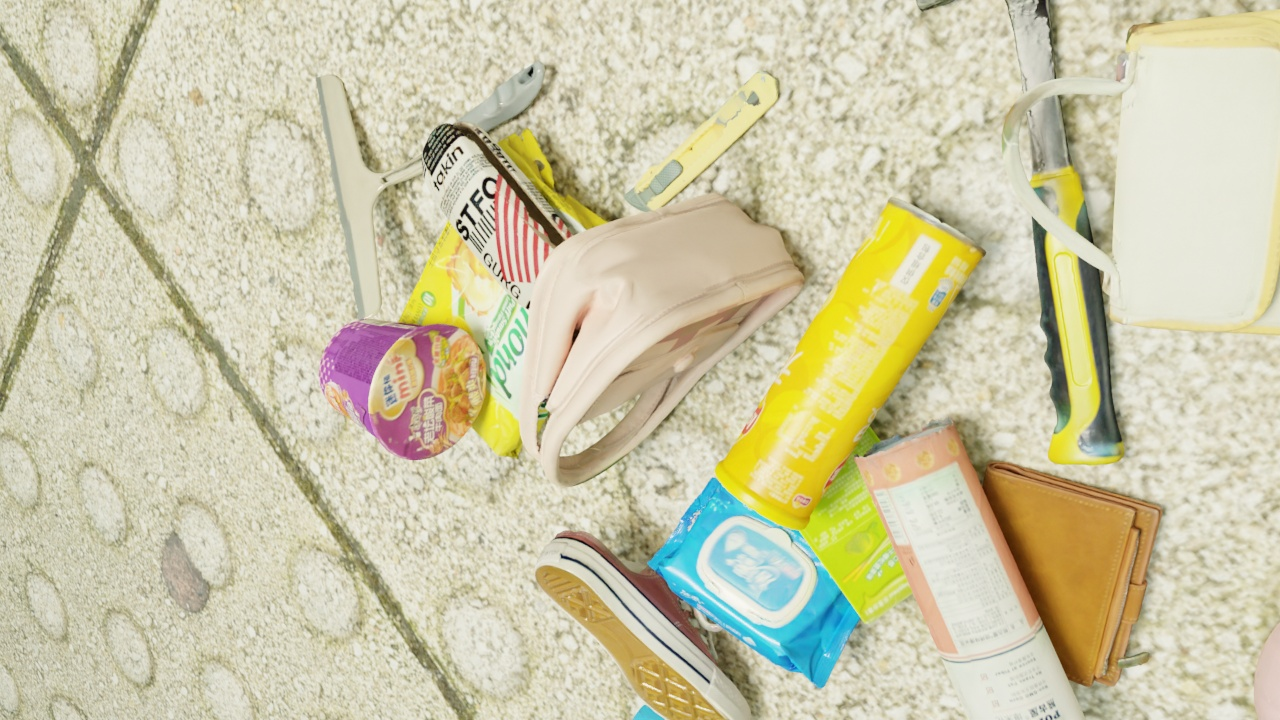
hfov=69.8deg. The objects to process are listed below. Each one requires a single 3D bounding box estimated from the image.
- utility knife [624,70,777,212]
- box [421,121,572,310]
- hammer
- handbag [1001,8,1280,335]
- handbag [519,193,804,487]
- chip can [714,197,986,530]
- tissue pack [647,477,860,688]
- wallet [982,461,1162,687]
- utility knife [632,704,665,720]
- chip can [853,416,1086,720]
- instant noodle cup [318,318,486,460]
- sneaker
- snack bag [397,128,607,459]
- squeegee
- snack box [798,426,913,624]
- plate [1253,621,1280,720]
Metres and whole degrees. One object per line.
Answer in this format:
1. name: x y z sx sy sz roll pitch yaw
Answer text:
1. utility knife: 0.043 -0.157 0.677 0.152 0.018 0.031 -38 88 30
2. box: -0.109 -0.106 0.679 0.074 0.064 0.164 -44 76 14
3. hammer: 0.252 -0.093 0.550 0.126 0.031 0.323 -6 100 35
4. handbag: 0.285 -0.095 0.482 0.179 0.063 0.163 1 107 18
5. handbag: -0.004 0.004 0.657 0.093 0.192 0.235 46 131 21
6. chip can: 0.132 0.004 0.592 0.072 0.072 0.213 34 101 20
7. tissue pack: 0.092 0.163 0.689 0.157 0.094 0.052 32 162 20
8. wallet: 0.276 0.143 0.602 0.119 0.035 0.131 15 111 31
9. utility knife: 0.065 0.345 0.807 0.166 0.018 0.034 13 114 27
10. chip can: 0.212 0.148 0.591 0.071 0.071 0.214 -26 85 35
11. instant noodle cup: -0.199 0.016 0.746 0.099 0.111 0.112 14 111 38
12. sneaker: 0.016 0.217 0.761 0.241 0.087 0.119 48 139 -14
13. snack bag: -0.104 -0.050 0.768 0.158 0.068 0.247 44 122 15
14. squeegee: -0.168 -0.188 0.787 0.247 0.039 0.246 -23 74 29
15. snack box: 0.147 0.097 0.652 0.086 0.026 0.156 -36 82 2
16. plate: 0.454 0.208 0.505 0.193 0.038 0.192 10 109 30
